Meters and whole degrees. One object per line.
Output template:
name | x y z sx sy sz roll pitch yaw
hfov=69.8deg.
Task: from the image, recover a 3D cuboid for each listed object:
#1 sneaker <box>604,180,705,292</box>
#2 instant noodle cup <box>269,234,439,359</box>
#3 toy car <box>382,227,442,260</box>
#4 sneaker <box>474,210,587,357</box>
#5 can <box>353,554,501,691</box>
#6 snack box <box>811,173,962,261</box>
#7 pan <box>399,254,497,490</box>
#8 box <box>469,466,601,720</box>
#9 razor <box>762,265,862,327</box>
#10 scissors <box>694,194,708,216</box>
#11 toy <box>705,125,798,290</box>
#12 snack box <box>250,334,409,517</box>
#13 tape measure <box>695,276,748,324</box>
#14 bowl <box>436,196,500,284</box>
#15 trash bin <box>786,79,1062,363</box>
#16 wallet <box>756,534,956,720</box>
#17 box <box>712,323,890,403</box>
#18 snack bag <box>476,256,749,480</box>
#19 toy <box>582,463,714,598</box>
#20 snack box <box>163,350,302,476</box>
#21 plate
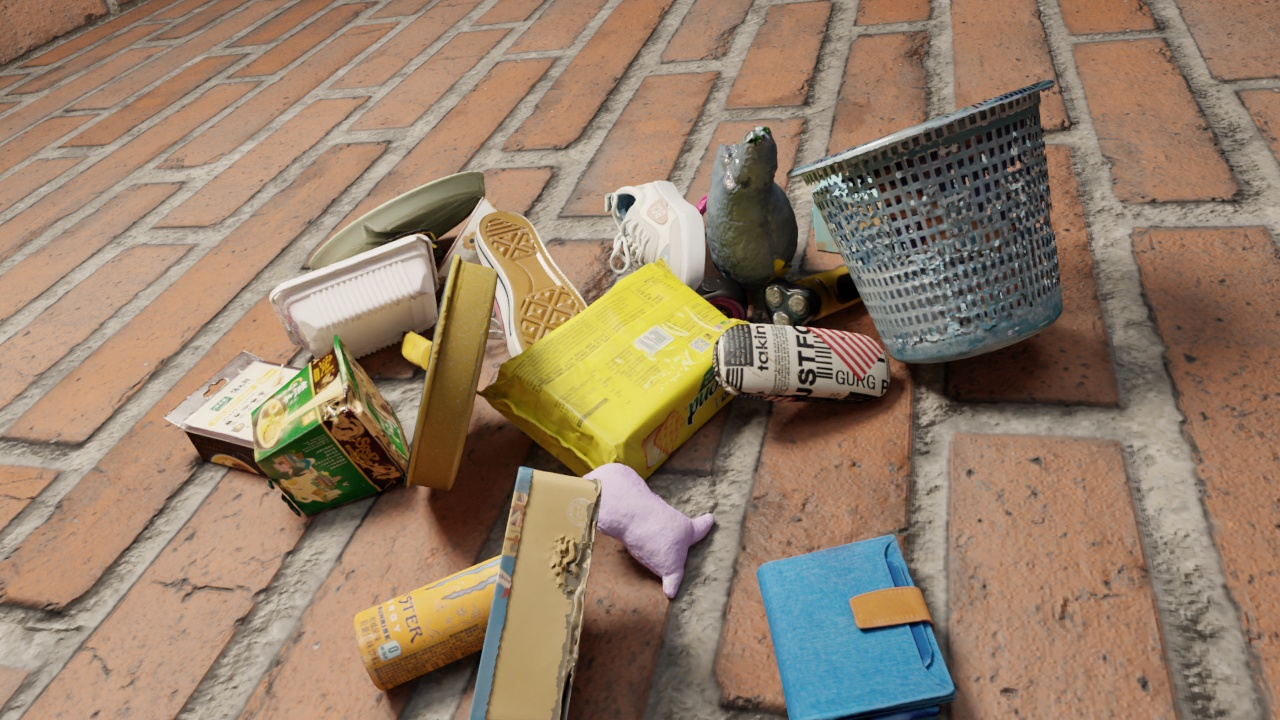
sneaker | 0.011 -0.141 1.027 0.090 0.090 0.242 -1 31 -11
instant noodle cup | -0.292 -0.054 0.982 0.173 0.138 0.060 -22 72 -16
toy car | -0.274 -0.115 1.059 0.071 0.041 0.156 -23 1 -19
sneaker | -0.112 -0.043 0.940 0.118 0.088 0.241 -15 59 -23
can | -0.129 0.183 0.665 0.146 0.058 0.058 -21 37 -12
snack box | 0.273 -0.150 0.982 0.175 0.074 0.051 14 43 31
pan | -0.191 0.001 0.842 0.078 0.197 0.357 13 2 -12
box | -0.068 0.166 0.596 0.062 0.090 0.184 12 66 -3
razor | 0.204 -0.073 0.921 0.167 0.062 0.068 -20 5 -19
scissors | 0.081 -0.189 1.063 0.017 0.134 0.133 42 33 -1
toy | 0.113 -0.143 0.936 0.091 0.138 0.356 -3 -3 6
snack box | -0.284 0.066 0.830 0.105 0.118 0.117 -29 39 -6
tape measure | 0.080 -0.056 0.926 0.058 0.057 0.039 19 37 -11
bowl | -0.190 -0.129 1.080 0.062 0.114 0.113 31 36 -15
trash bin | 0.263 -0.109 0.797 0.226 0.195 0.226 -18 8 2
wallet | 0.140 0.181 0.613 0.106 0.040 0.132 -13 37 5
box | 0.143 0.002 0.795 0.164 0.060 0.072 1 49 -16
snack bag | -0.005 0.005 0.825 0.158 0.068 0.245 36 55 22
toy | 0.001 0.119 0.705 0.108 0.039 0.083 36 46 4
snack box | -0.382 0.051 0.917 0.126 0.053 0.113 9 41 26
plate | -0.281 -0.155 1.086 0.230 0.027 0.230 -29 3 1
